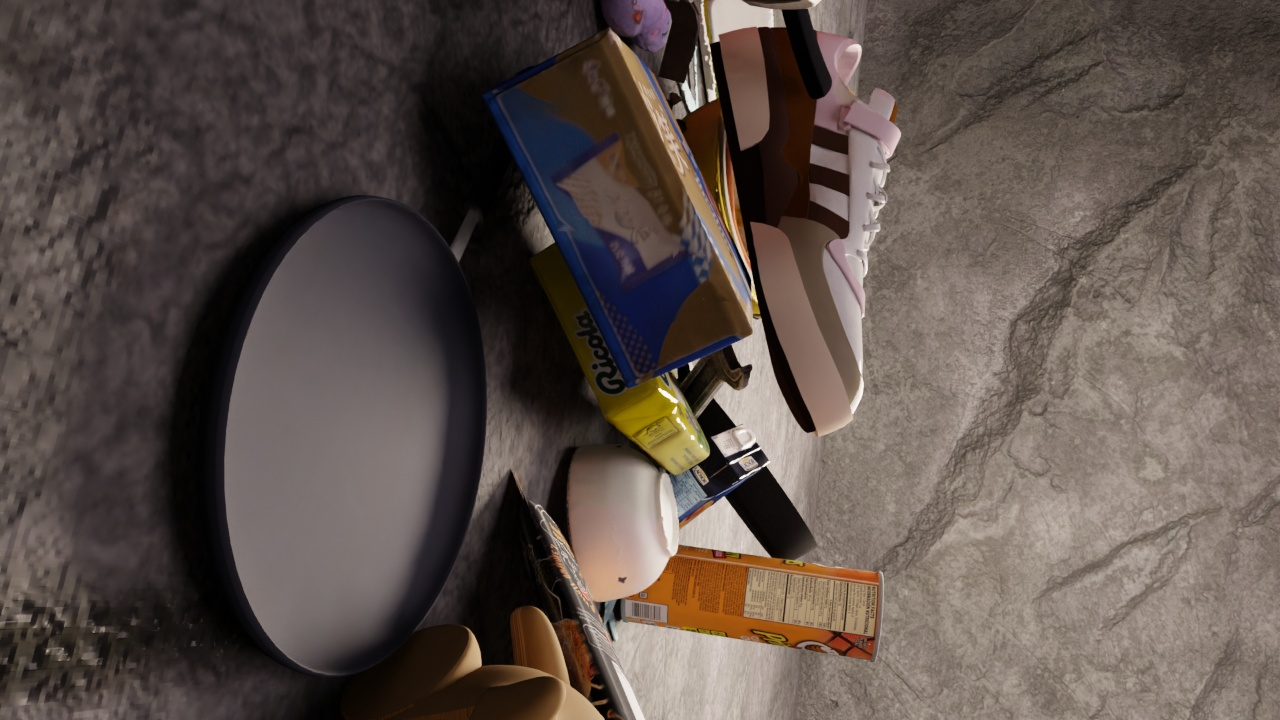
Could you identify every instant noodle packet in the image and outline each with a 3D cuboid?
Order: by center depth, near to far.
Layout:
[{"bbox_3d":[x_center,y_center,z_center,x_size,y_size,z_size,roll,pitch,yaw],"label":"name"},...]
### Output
[{"bbox_3d":[-0.025,0.190,0.545,0.220,0.032,0.160,-122,-165,-45],"label":"instant noodle packet"}]

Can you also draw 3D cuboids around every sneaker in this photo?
[{"bbox_3d":[0.128,-0.096,0.613,0.112,0.116,0.293,58,23,-66],"label":"sneaker"}]

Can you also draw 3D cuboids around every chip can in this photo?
[{"bbox_3d":[0.096,0.206,0.796,0.075,0.215,0.075,7,89,-79],"label":"chip can"}]

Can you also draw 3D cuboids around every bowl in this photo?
[{"bbox_3d":[-0.009,0.115,0.666,0.113,0.063,0.113,-7,89,-78],"label":"bowl"}]

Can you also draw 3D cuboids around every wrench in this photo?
[{"bbox_3d":[0.037,0.031,0.705,0.274,0.010,0.070,118,-49,-67],"label":"wrench"}]

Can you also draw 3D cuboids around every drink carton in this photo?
[{"bbox_3d":[0.037,0.105,0.734,0.040,0.130,0.064,55,30,12],"label":"drink carton"}]

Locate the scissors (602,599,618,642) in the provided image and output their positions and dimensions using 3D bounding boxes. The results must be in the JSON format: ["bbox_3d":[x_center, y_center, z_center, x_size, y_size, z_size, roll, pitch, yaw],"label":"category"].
[{"bbox_3d":[-0.031,0.205,0.743,0.135,0.015,0.135,-69,154,-45],"label":"scissors"}]

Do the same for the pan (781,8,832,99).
[{"bbox_3d":[0.082,-0.346,0.582,0.067,0.209,0.356,-22,98,-34],"label":"pan"}]

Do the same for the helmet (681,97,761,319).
[{"bbox_3d":[0.077,-0.130,0.803,0.239,0.140,0.209,-13,95,-51],"label":"helmet"}]

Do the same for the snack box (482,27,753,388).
[{"bbox_3d":[0.001,-0.086,0.514,0.155,0.069,0.202,63,11,-7],"label":"snack box"}]

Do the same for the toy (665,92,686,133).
[{"bbox_3d":[0.008,-0.157,0.679,0.076,0.063,0.100,47,66,-44],"label":"toy"}]

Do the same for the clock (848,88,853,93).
[{"bbox_3d":[0.151,-0.165,0.747,0.151,0.052,0.113,-29,107,-52],"label":"clock"}]

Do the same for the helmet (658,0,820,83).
[{"bbox_3d":[0.026,-0.277,0.463,0.233,0.234,0.254,1,113,-37],"label":"helmet"}]

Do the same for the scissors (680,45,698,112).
[{"bbox_3d":[0.059,-0.241,0.926,0.138,0.028,0.171,-59,154,-51],"label":"scissors"}]

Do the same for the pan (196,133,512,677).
[{"bbox_3d":[-0.100,-0.031,0.439,0.199,0.021,0.355,74,25,-49],"label":"pan"}]

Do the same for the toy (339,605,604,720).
[{"bbox_3d":[-0.062,0.232,0.398,0.203,0.163,0.198,65,26,-16],"label":"toy"}]

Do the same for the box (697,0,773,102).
[{"bbox_3d":[0.101,-0.305,0.965,0.210,0.079,0.080,77,8,-45],"label":"box"}]

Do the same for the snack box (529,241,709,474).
[{"bbox_3d":[-0.004,0.004,0.621,0.121,0.045,0.181,63,6,25],"label":"snack box"}]

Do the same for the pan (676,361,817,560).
[{"bbox_3d":[0.054,0.050,0.819,0.356,0.044,0.204,56,-3,-35],"label":"pan"}]

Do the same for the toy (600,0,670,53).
[{"bbox_3d":[-0.001,-0.272,0.676,0.099,0.036,0.080,-30,124,-68],"label":"toy"}]
